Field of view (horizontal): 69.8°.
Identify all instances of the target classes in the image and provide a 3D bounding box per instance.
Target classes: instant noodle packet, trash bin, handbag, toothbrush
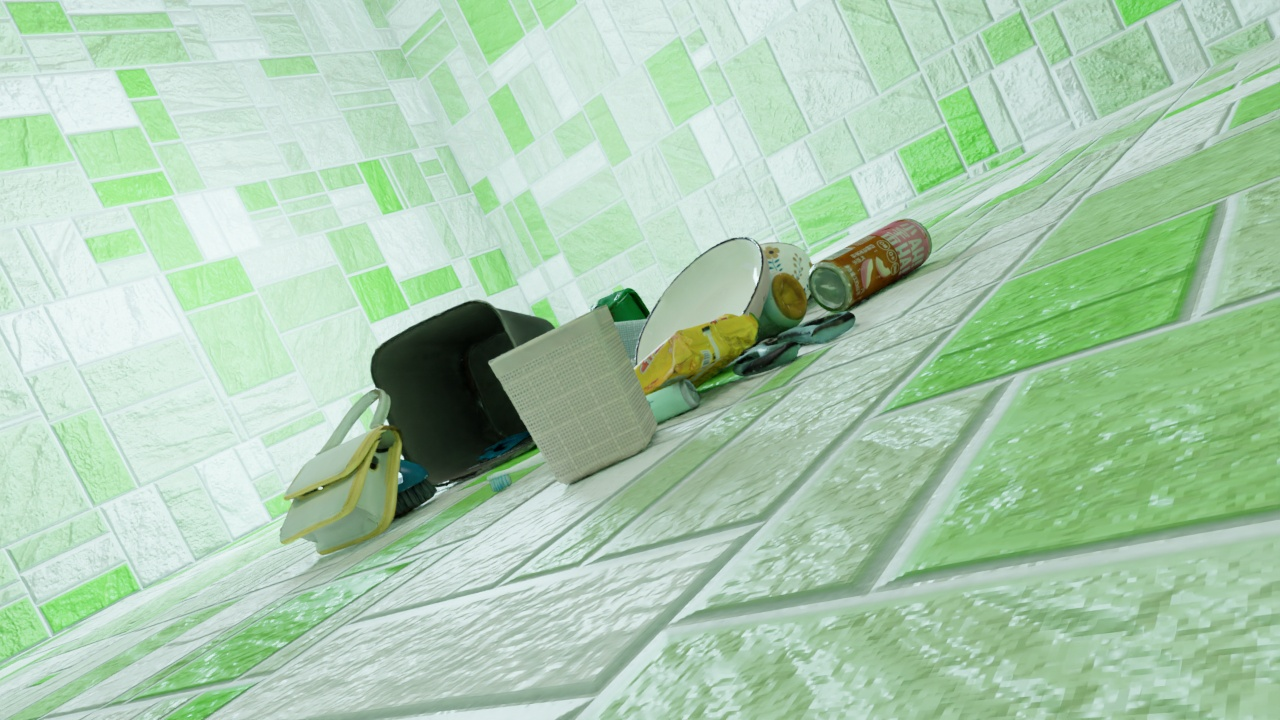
[{"bbox_3d":[0.036,0.003,0.829,0.110,0.044,0.129,-21,-12,-41],"label":"instant noodle packet"},{"bbox_3d":[-0.196,0.037,1.203,0.199,0.198,0.219,-23,-3,16],"label":"trash bin"},{"bbox_3d":[-0.336,0.118,1.039,0.164,0.178,0.063,-24,-39,36],"label":"handbag"},{"bbox_3d":[-0.049,0.069,0.815,0.225,0.027,0.026,-25,-10,23],"label":"toothbrush"},{"bbox_3d":[-0.018,-0.030,1.257,0.068,0.131,0.120,-29,5,19],"label":"handbag"}]

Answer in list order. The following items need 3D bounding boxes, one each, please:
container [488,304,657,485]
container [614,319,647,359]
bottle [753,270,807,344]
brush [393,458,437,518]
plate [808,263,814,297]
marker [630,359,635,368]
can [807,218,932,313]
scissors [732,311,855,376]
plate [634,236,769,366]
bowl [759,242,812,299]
[{"bbox_3d":[-0.047,0.027,0.716,0.090,0.111,0.090,-25,3,10],"label":"container"},{"bbox_3d":[-0.029,-0.006,1.147,0.111,0.090,0.089,-8,3,12],"label":"container"},{"bbox_3d":[0.105,-0.045,1.058,0.067,0.068,0.190,-29,4,-42],"label":"bottle"},{"bbox_3d":[-0.307,0.154,1.082,0.144,0.073,0.055,-24,7,30],"label":"brush"},{"bbox_3d":[0.188,-0.090,1.268,0.179,0.024,0.179,-17,-11,-4],"label":"plate"},{"bbox_3d":[-0.006,0.006,1.042,0.145,0.017,0.017,0,-5,-18],"label":"marker"},{"bbox_3d":[0.243,-0.102,0.968,0.147,0.058,0.058,-28,4,-32],"label":"can"},{"bbox_3d":[0.114,-0.008,0.841,0.143,0.019,0.180,-28,5,-22],"label":"scissors"},{"bbox_3d":[0.072,-0.045,0.986,0.193,0.039,0.192,-40,28,27],"label":"plate"},{"bbox_3d":[0.166,-0.088,1.156,0.114,0.113,0.062,-25,46,21],"label":"bowl"}]
